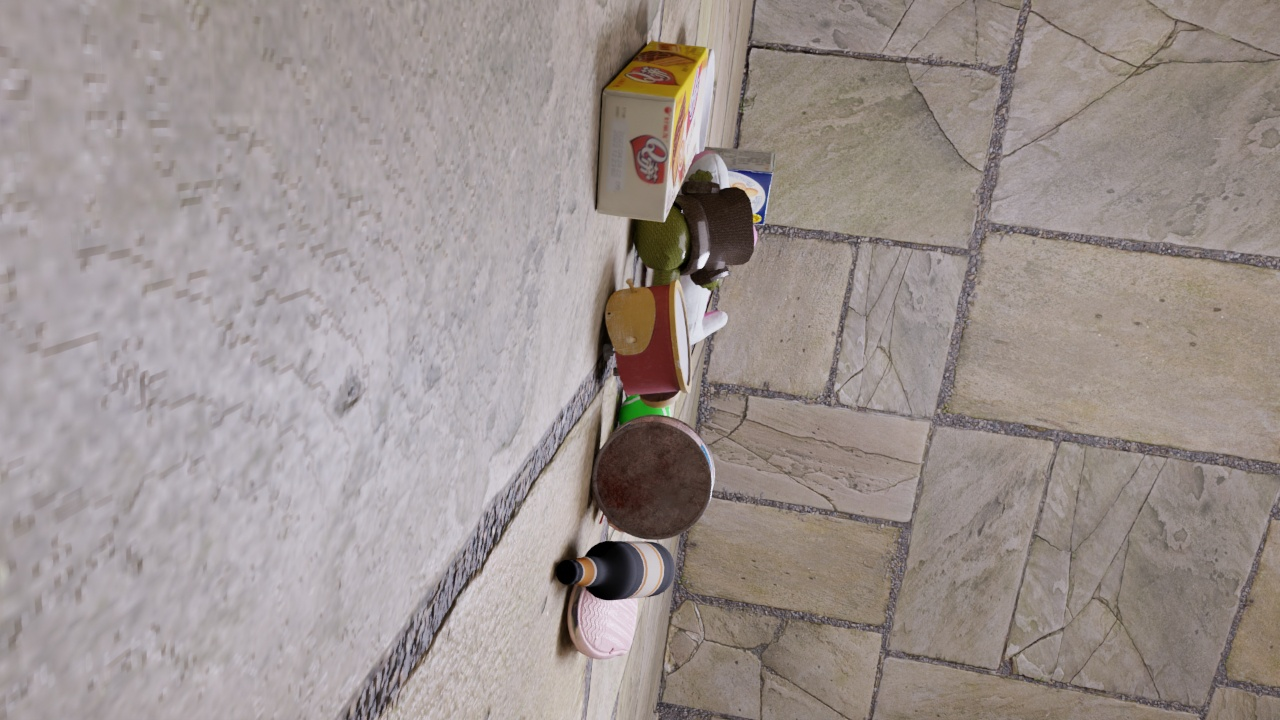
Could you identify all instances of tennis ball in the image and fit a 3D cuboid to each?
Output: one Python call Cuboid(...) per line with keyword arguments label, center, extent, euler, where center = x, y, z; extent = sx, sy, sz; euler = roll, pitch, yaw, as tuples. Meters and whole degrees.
Cuboid(label="tennis ball", center=(0.006, 0.070, 1.134), extent=(0.065, 0.065, 0.065), euler=(10, 88, -83))

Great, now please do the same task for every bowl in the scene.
Cuboid(label="bowl", center=(0.068, -0.343, 1.235), extent=(0.149, 0.043, 0.149), euler=(10, 88, -84))

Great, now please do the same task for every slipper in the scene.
Cuboid(label="slipper", center=(-0.043, 0.285, 1.041), extent=(0.222, 0.056, 0.106), euler=(60, 37, -65))

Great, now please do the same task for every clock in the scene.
Cuboid(label="clock", center=(0.008, -0.012, 0.966), extent=(0.159, 0.081, 0.117), euler=(69, 18, -58))

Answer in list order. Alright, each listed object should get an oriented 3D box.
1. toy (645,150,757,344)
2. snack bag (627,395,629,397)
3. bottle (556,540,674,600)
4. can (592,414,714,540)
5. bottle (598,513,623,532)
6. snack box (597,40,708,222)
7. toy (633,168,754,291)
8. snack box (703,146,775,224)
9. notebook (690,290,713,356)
Cuboid(label="toy", center=(0.054, -0.147, 1.187), extent=(0.186, 0.128, 0.266), euler=(-13, 122, -34))
Cuboid(label="snack bag", center=(-0.007, 0.007, 1.162), extent=(0.197, 0.016, 0.070), euler=(82, 17, -68))
Cuboid(label="bottle", center=(-0.028, 0.212, 0.928), extent=(0.181, 0.059, 0.059), euler=(22, 76, -61))
Cuboid(label="can", center=(0.015, 0.127, 1.001), extent=(0.044, 0.130, 0.130), euler=(-45, 143, -79))
Cuboid(label="bottle", center=(-0.004, 0.151, 1.096), extent=(0.099, 0.099, 0.111), euler=(87, 3, -59))
Cuboid(label="snack box", center=(0.015, -0.221, 0.853), extent=(0.229, 0.062, 0.110), euler=(-69, 166, -59))
Cuboid(label="toy", center=(0.062, -0.146, 1.049), extent=(0.078, 0.152, 0.179), euler=(13, -68, 58))
Cuboid(label="snack box", center=(0.129, -0.269, 1.417), extent=(0.145, 0.144, 0.042), euler=(84, 13, -65))
Cuboid(label="notebook", center=(0.074, -0.065, 1.378), extent=(0.207, 0.016, 0.149), euler=(148, -39, -80))
